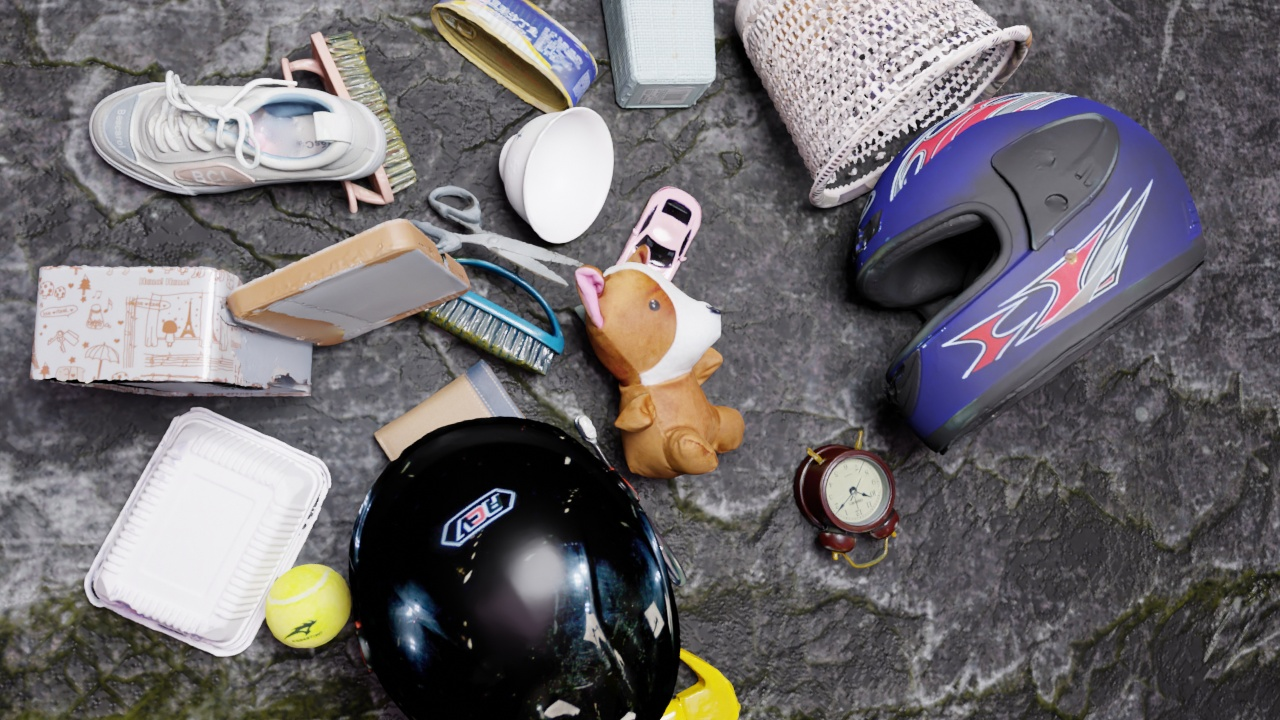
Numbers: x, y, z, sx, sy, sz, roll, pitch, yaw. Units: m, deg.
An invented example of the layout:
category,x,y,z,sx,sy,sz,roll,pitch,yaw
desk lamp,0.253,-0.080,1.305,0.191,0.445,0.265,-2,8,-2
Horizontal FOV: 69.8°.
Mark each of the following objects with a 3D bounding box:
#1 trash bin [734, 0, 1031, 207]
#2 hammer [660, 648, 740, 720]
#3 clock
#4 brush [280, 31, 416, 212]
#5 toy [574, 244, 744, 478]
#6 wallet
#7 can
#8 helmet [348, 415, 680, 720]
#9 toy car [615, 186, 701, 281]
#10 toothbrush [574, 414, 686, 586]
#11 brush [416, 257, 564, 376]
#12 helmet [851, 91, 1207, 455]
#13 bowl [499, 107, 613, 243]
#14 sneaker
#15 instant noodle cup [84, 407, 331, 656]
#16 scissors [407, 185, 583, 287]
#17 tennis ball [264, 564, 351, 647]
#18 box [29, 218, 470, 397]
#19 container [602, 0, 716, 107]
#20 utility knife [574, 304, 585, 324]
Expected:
category,x,y,z,sx,sy,sz,roll,pitch,yaw
trash bin,0.196,-0.282,0.829,0.227,0.228,0.192,-31,79,-15
hammer,-0.056,0.335,0.781,0.300,0.033,0.128,-16,87,-14
clock,0.194,0.131,0.850,0.082,0.055,0.122,-16,89,-15
brush,-0.247,-0.199,0.781,0.073,0.063,0.145,-25,92,-19
toy,0.017,0.001,0.776,0.131,0.140,0.199,-23,92,23
wallet,-0.156,0.066,0.789,0.115,0.033,0.090,-35,90,-13
can,-0.111,-0.281,0.815,0.148,0.075,0.049,34,75,-7
helmet,-0.089,0.180,0.691,0.233,0.230,0.275,-32,130,-15
toy car,0.015,-0.103,0.844,0.056,0.037,0.122,28,80,-7
toothbrush,-0.008,0.126,0.825,0.015,0.018,0.181,-32,93,-18
brush,-0.129,-0.045,0.793,0.144,0.055,0.073,27,82,-7
helmet,0.308,-0.096,0.809,0.315,0.247,0.240,-34,71,-8
bowl,-0.084,-0.168,0.807,0.065,0.118,0.118,22,76,30
sneaker,-0.329,-0.176,0.717,0.242,0.090,0.089,2,95,6
instant noodle cup,-0.342,0.136,0.724,0.138,0.060,0.173,27,80,-9
scissors,-0.126,-0.106,0.777,0.168,0.014,0.156,-10,52,1
tennis ball,-0.264,0.195,0.731,0.065,0.065,0.065,1,83,-13
box,-0.266,-0.031,0.671,0.260,0.179,0.105,-1,84,2
container,0.017,-0.297,0.841,0.090,0.090,0.111,-4,88,-13
utility knife,-0.005,0.005,0.840,0.029,0.013,0.151,-39,96,-11
